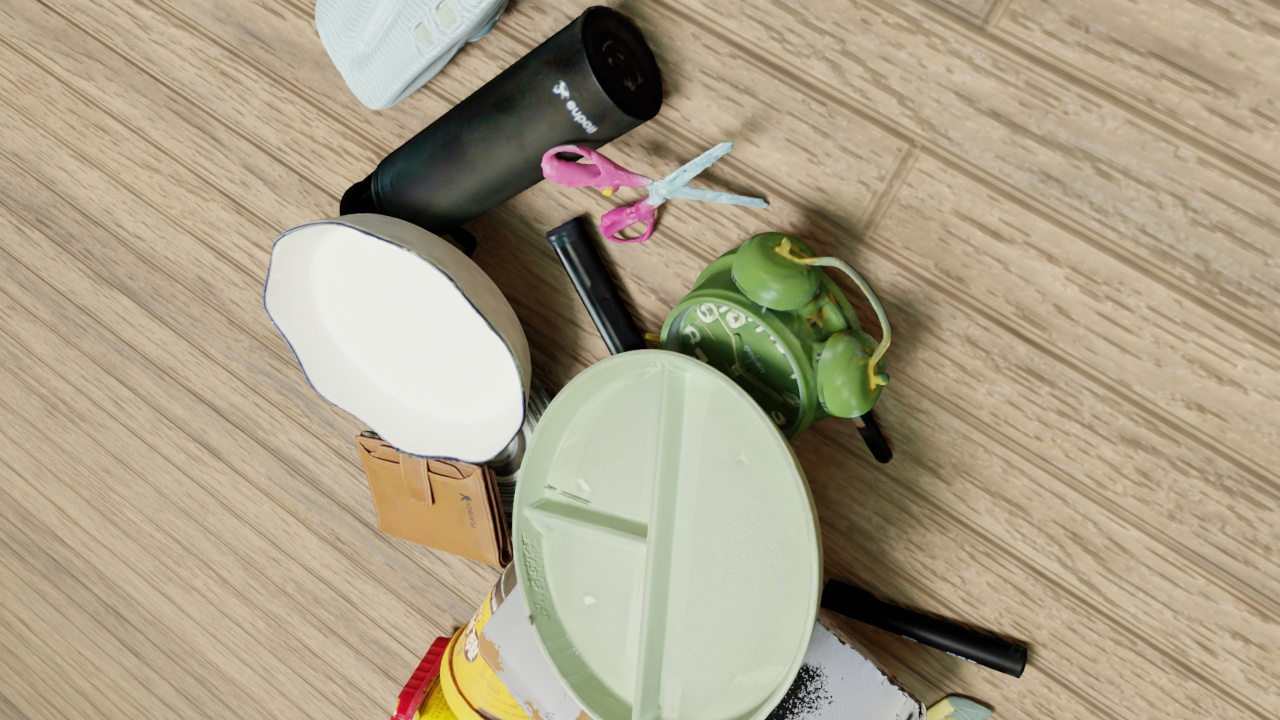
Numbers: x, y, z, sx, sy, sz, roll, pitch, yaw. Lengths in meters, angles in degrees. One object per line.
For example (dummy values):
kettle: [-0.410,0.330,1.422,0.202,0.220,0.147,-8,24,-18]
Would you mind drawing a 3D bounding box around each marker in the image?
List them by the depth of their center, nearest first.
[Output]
marker: [0.121,0.010,0.555,0.124,0.015,0.018,59,158,-10]
marker: [0.184,0.174,0.603,0.132,0.020,0.022,15,106,25]

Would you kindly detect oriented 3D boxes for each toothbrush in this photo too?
toothbrush: [-0.004,0.004,0.620,0.027,0.026,0.212,-22,103,24]

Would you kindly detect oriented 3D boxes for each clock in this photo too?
clock: [0.076,-0.010,0.524,0.116,0.056,0.162,53,142,-3]

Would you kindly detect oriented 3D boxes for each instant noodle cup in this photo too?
instant noodle cup: [-0.087,0.226,0.736,0.118,0.118,0.115,35,120,11]
instant noodle cup: [-0.149,0.330,0.834,0.124,0.115,0.116,16,122,9]

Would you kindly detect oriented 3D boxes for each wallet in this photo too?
wallet: [-0.168,0.106,0.744,0.131,0.035,0.119,10,127,27]

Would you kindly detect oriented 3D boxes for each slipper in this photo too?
slipper: [-0.122,-0.231,0.541,0.104,0.074,0.246,56,144,-7]

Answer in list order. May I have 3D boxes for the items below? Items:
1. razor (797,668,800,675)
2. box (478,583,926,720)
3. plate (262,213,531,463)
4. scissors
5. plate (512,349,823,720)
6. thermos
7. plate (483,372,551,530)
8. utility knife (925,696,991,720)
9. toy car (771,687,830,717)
razor: [0.069,0.244,0.706,0.133,0.028,0.043,-22,99,35]
box: [0.029,0.205,0.602,0.271,0.133,0.179,38,87,14]
plate: [-0.164,-0.015,0.638,0.205,0.045,0.205,17,136,16]
scissors: [0.008,-0.097,0.541,0.133,0.017,0.132,8,156,-3]
plate: [0.009,0.108,0.539,0.231,0.027,0.230,-1,89,41]
thermos: [-0.091,-0.126,0.586,0.243,0.068,0.090,-21,133,39]
plate: [-0.125,0.052,0.721,0.180,0.024,0.180,15,123,24]
utility knife: [0.182,0.297,0.675,0.031,0.021,0.209,41,133,12]
toy car: [0.116,0.284,0.691,0.054,0.036,0.121,38,136,8]
